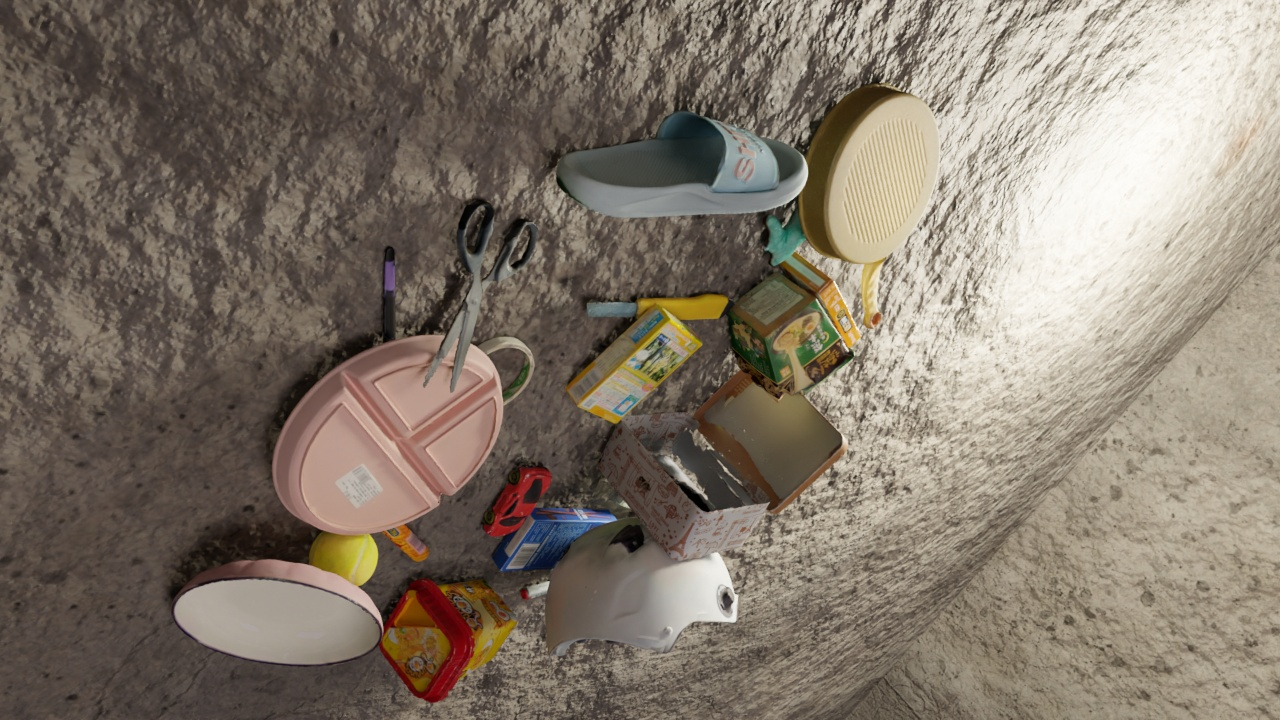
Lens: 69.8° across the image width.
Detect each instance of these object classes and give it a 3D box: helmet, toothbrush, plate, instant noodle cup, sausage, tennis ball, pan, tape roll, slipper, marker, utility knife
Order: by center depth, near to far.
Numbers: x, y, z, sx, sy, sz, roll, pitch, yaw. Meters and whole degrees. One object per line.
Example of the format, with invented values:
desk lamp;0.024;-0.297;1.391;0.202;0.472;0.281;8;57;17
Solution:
toothbrush;-0.220;-0.018;0.808;0.014;0.017;0.189;-26;141;-39
slipper;0.041;-0.182;0.821;0.244;0.104;0.074;-11;132;-28
plate;-0.225;0.077;0.858;0.229;0.028;0.230;-27;142;-24
plate;-0.342;0.238;0.880;0.192;0.039;0.193;0;139;0
tennis ball;-0.295;0.196;0.913;0.065;0.065;0.066;-26;141;-23
tape roll;-0.146;0.014;0.914;0.085;0.014;0.086;-26;141;-23
sausage;-0.261;0.176;0.964;0.021;0.021;0.165;-36;144;-10
utility knife;0.024;-0.059;1.000;0.222;0.015;0.033;-3;130;-43
pan;0.271;-0.155;1.080;0.197;0.078;0.358;-41;133;-16
instant noodle cup;-0.222;0.321;1.085;0.116;0.116;0.123;-57;154;18
helmet;-0.005;0.266;1.130;0.230;0.146;0.258;-17;173;39
marker;-0.101;0.303;1.257;0.145;0.017;0.017;-6;131;-40

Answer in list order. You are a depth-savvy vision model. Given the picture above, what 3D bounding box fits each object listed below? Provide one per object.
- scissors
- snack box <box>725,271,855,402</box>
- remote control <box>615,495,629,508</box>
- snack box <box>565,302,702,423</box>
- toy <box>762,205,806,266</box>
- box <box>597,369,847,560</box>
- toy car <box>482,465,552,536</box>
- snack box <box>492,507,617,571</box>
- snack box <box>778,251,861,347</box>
scissors;-0.147;-0.060;0.803;0.163;0.014;0.164;-39;137;-26
snack box;0.171;-0.036;1.096;0.117;0.118;0.106;-36;134;-9
remote control;0.016;0.186;1.242;0.049;0.024;0.125;-49;144;7
snack box;-0.006;0.006;1.011;0.140;0.033;0.087;-41;148;12
toy;0.173;-0.149;1.040;0.092;0.030;0.096;-47;142;0
box;0.098;0.121;1.120;0.269;0.179;0.136;-26;141;-21
toy car;-0.143;0.166;1.062;0.049;0.031;0.106;12;120;-48
snack box;-0.105;0.227;1.163;0.157;0.026;0.085;13;117;-50
snack box;0.221;-0.074;1.125;0.026;0.075;0.153;-45;145;1
